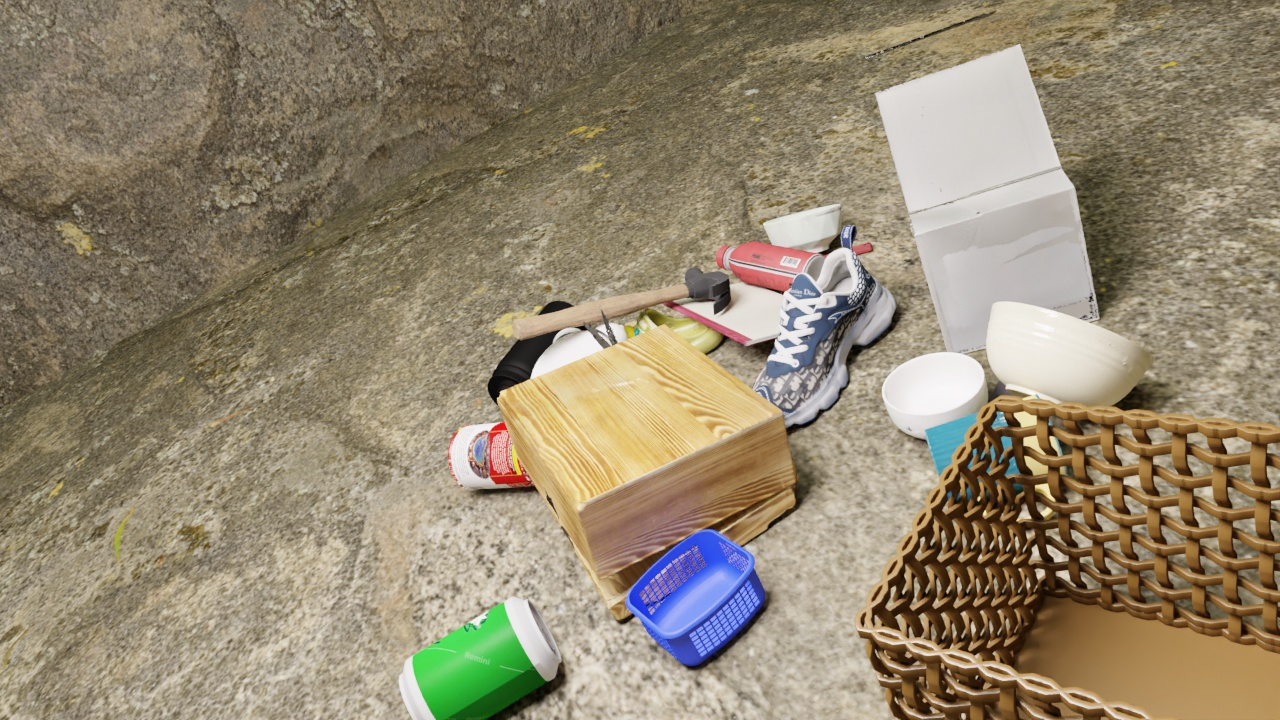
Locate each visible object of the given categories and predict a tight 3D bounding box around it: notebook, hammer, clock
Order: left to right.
[{"bbox_3d":[-0.078,0.026,1.232,0.126,0.073,0.160,-7,51,30],"label":"clock"},{"bbox_3d":[-0.021,-0.073,1.237,0.304,0.040,0.132,-15,21,-21],"label":"hammer"},{"bbox_3d":[0.145,-0.069,1.256,0.152,0.012,0.209,-15,24,-25],"label":"notebook"}]

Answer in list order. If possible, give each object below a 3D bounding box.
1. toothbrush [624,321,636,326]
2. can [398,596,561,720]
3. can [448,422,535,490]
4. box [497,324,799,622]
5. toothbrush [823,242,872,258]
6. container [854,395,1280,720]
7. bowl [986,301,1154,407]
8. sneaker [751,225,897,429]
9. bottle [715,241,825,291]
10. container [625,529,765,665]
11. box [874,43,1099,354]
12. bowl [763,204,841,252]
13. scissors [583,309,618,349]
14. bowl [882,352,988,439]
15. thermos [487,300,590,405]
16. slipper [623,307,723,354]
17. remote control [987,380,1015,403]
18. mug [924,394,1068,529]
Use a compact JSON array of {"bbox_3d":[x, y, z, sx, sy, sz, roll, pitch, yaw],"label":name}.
[{"bbox_3d":[0.056,-0.054,1.357,0.185,0.016,0.015,-3,30,33],"label":"toothbrush"},{"bbox_3d":[-0.154,0.297,0.887,0.140,0.088,0.088,-30,29,-6],"label":"can"},{"bbox_3d":[-0.177,0.122,1.185,0.117,0.087,0.086,-7,34,30],"label":"can"},{"bbox_3d":[0.008,0.102,1.016,0.244,0.168,0.279,-26,28,-14],"label":"box"},{"bbox_3d":[0.245,-0.146,1.351,0.190,0.016,0.016,-13,31,23],"label":"toothbrush"},{"bbox_3d":[0.316,0.185,0.562,0.252,0.214,0.219,7,43,44],"label":"container"},{"bbox_3d":[0.400,0.007,0.884,0.151,0.150,0.075,23,90,54],"label":"bowl"},{"bbox_3d":[0.200,-0.039,1.094,0.103,0.132,0.268,14,53,47],"label":"sneaker"},{"bbox_3d":[0.183,-0.136,1.322,0.177,0.062,0.062,19,52,44],"label":"bottle"},{"bbox_3d":[0.055,0.225,0.865,0.114,0.058,0.096,-38,31,-19],"label":"container"},{"bbox_3d":[0.356,-0.250,1.004,0.167,0.478,0.119,-15,5,18],"label":"box"},{"bbox_3d":[0.245,-0.188,1.358,0.117,0.061,0.117,-15,9,2],"label":"bowl"},{"bbox_3d":[-0.020,0.021,1.171,0.013,0.163,0.154,2,72,67],"label":"scissors"},{"bbox_3d":[0.311,0.043,0.960,0.105,0.054,0.104,-19,28,11],"label":"bowl"},{"bbox_3d":[-0.154,0.004,1.358,0.086,0.086,0.198,-4,36,34],"label":"thermos"},{"bbox_3d":[0.021,-0.030,1.282,0.191,0.082,0.091,-19,32,7],"label":"slipper"},{"bbox_3d":[0.397,0.025,0.964,0.047,0.009,0.124,0,39,39],"label":"remote control"},{"bbox_3d":[0.328,0.099,0.840,0.107,0.083,0.113,-18,58,15],"label":"mug"}]
